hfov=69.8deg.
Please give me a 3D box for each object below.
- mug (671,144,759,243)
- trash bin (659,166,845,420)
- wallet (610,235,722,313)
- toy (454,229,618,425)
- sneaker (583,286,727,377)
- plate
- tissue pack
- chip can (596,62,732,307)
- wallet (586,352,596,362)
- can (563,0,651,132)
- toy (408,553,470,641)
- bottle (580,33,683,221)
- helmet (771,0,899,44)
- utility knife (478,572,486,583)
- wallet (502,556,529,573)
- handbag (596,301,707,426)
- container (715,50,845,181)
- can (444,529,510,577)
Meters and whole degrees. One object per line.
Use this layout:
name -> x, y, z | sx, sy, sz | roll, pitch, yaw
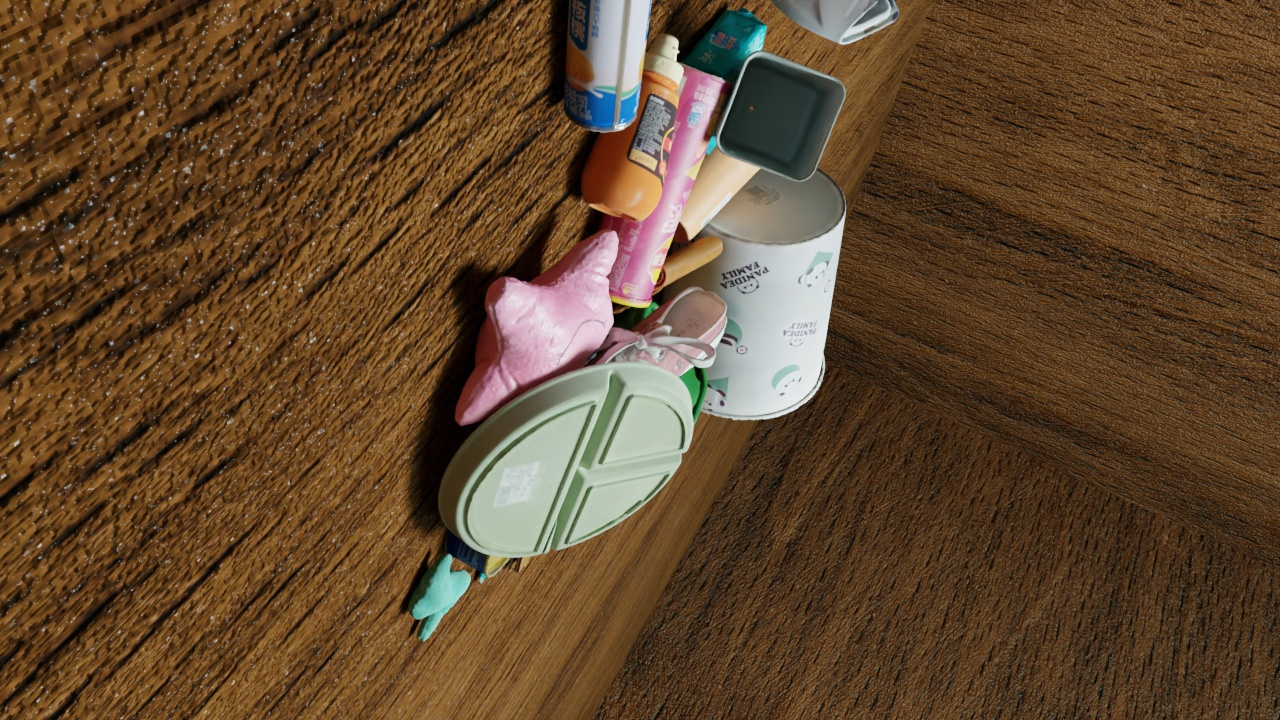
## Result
mug -> 0.063, -0.185, 0.955 | 0.122, 0.078, 0.078 | -52, 164, -15
trash bin -> 0.132, -0.095, 1.102 | 0.228, 0.230, 0.252 | -54, 158, -40
wallet -> 0.015, -0.086, 0.941 | 0.108, 0.031, 0.131 | -25, -175, 35
toy -> -0.074, -0.014, 0.731 | 0.194, 0.074, 0.179 | -36, 150, -52
sneaker -> -0.005, 0.005, 0.836 | 0.240, 0.118, 0.088 | -43, 159, -24
plate -> -0.054, 0.091, 0.760 | 0.230, 0.027, 0.231 | -21, 143, -17
tissue pack -> 0.075, -0.273, 0.893 | 0.133, 0.050, 0.093 | -55, 163, -36
chip can -> 0.012, -0.156, 0.816 | 0.211, 0.071, 0.071 | -68, 167, 16
wallet -> -0.085, 0.033, 0.886 | 0.115, 0.033, 0.090 | -38, 148, -62
can -> -0.021, -0.221, 0.602 | 0.053, 0.053, 0.135 | -55, 164, -37
toy -> -0.185, 0.217, 0.842 | 0.096, 0.030, 0.092 | -58, 165, -1
bottle -> 0.000, -0.191, 0.743 | 0.066, 0.067, 0.149 | 9, 99, -77
helmet -> 0.170, -0.415, 0.791 | 0.228, 0.146, 0.259 | -43, 147, -61
utility knife -> -0.137, 0.166, 0.965 | 0.158, 0.013, 0.029 | -66, 168, 6
wallet -> -0.109, 0.164, 1.004 | 0.130, 0.035, 0.119 | -62, 180, -33
handbag -> 0.009, 0.012, 0.963 | 0.131, 0.068, 0.120 | 51, 31, -30
container -> 0.121, -0.219, 0.821 | 0.111, 0.090, 0.090 | -75, -174, -74
can -> -0.125, 0.135, 0.874 | 0.147, 0.049, 0.075 | -54, 164, -37
